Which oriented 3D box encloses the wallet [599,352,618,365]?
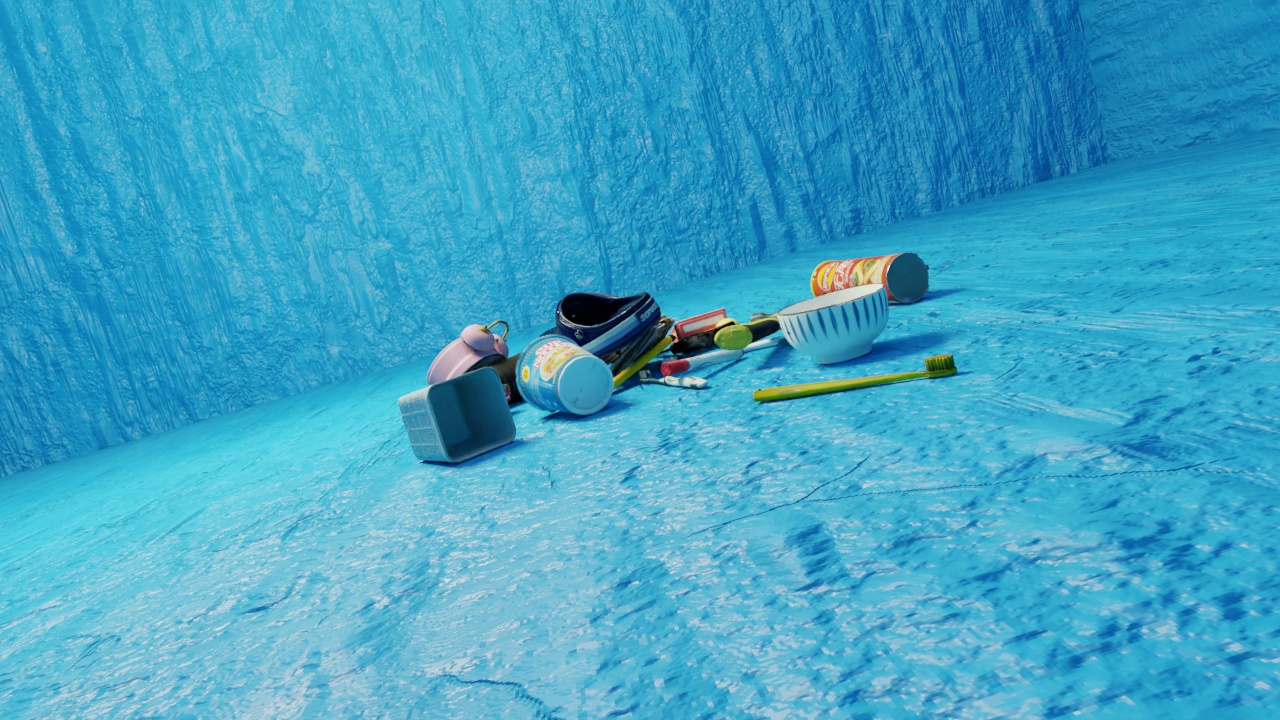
[{"bbox_3d":[-0.100,0.022,1.324,0.101,0.020,0.115,-8,23,43],"label":"wallet"}]

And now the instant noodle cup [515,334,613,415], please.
[{"bbox_3d":[-0.085,0.023,1.105,0.099,0.099,0.110,-19,15,-25],"label":"instant noodle cup"}]

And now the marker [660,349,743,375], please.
[{"bbox_3d":[0.079,0.000,1.121,0.017,0.017,0.145,-9,2,44],"label":"marker"}]

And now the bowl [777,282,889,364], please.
[{"bbox_3d":[0.211,-0.036,0.980,0.116,0.066,0.116,-16,7,2],"label":"bowl"}]

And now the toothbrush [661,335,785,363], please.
[{"bbox_3d":[0.113,-0.013,1.223,0.180,0.016,0.016,-13,7,18],"label":"toothbrush"}]

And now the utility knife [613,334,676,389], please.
[{"bbox_3d":[-0.007,0.007,1.216,0.176,0.015,0.033,-39,-1,-42],"label":"utility knife"}]

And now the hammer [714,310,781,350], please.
[{"bbox_3d":[0.170,-0.047,1.199,0.126,0.032,0.322,-11,3,23],"label":"hammer"}]

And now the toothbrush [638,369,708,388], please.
[{"bbox_3d":[0.037,0.022,1.111,0.016,0.018,0.192,-18,7,-21],"label":"toothbrush"}]

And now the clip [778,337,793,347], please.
[{"bbox_3d":[0.203,-0.028,1.156,0.055,0.013,0.034,-18,8,-21],"label":"clip"}]

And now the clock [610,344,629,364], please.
[{"bbox_3d":[-0.018,-0.038,1.444,0.055,0.082,0.121,-17,6,46],"label":"clock"}]

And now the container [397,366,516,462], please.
[{"bbox_3d":[-0.215,0.064,1.049,0.090,0.090,0.112,-20,6,-35],"label":"container"}]

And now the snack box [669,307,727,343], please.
[{"bbox_3d":[0.088,-0.048,1.396,0.075,0.025,0.153,-17,-4,-3],"label":"snack box"}]

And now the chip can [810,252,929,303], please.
[{"bbox_3d":[0.327,-0.115,1.331,0.073,0.073,0.217,-18,8,-15],"label":"chip can"}]

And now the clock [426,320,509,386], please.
[{"bbox_3d":[-0.251,0.005,1.373,0.158,0.060,0.117,-49,-18,0],"label":"clock"}]

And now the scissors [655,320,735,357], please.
[{"bbox_3d":[0.075,-0.025,1.317,0.139,0.021,0.235,-22,1,2],"label":"scissors"}]

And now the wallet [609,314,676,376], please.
[{"bbox_3d":[0.006,-0.020,1.313,0.107,0.037,0.129,-47,-2,15],"label":"wallet"}]

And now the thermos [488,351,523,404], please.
[{"bbox_3d":[-0.176,0.022,1.396,0.090,0.068,0.241,-38,-9,40],"label":"thermos"}]

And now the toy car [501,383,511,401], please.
[{"bbox_3d":[-0.222,0.065,1.226,0.053,0.045,0.120,-7,16,38],"label":"toy car"}]

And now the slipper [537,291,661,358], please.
[{"bbox_3d":[-0.079,-0.046,1.263,0.254,0.095,0.104,-19,18,48],"label":"slipper"}]

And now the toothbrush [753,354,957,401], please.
[{"bbox_3d":[0.186,0.017,0.820,0.191,0.016,0.015,-11,8,35],"label":"toothbrush"}]

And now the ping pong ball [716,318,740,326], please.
[{"bbox_3d":[0.125,-0.040,1.301,0.040,0.040,0.040,-15,7,2],"label":"ping pong ball"}]
